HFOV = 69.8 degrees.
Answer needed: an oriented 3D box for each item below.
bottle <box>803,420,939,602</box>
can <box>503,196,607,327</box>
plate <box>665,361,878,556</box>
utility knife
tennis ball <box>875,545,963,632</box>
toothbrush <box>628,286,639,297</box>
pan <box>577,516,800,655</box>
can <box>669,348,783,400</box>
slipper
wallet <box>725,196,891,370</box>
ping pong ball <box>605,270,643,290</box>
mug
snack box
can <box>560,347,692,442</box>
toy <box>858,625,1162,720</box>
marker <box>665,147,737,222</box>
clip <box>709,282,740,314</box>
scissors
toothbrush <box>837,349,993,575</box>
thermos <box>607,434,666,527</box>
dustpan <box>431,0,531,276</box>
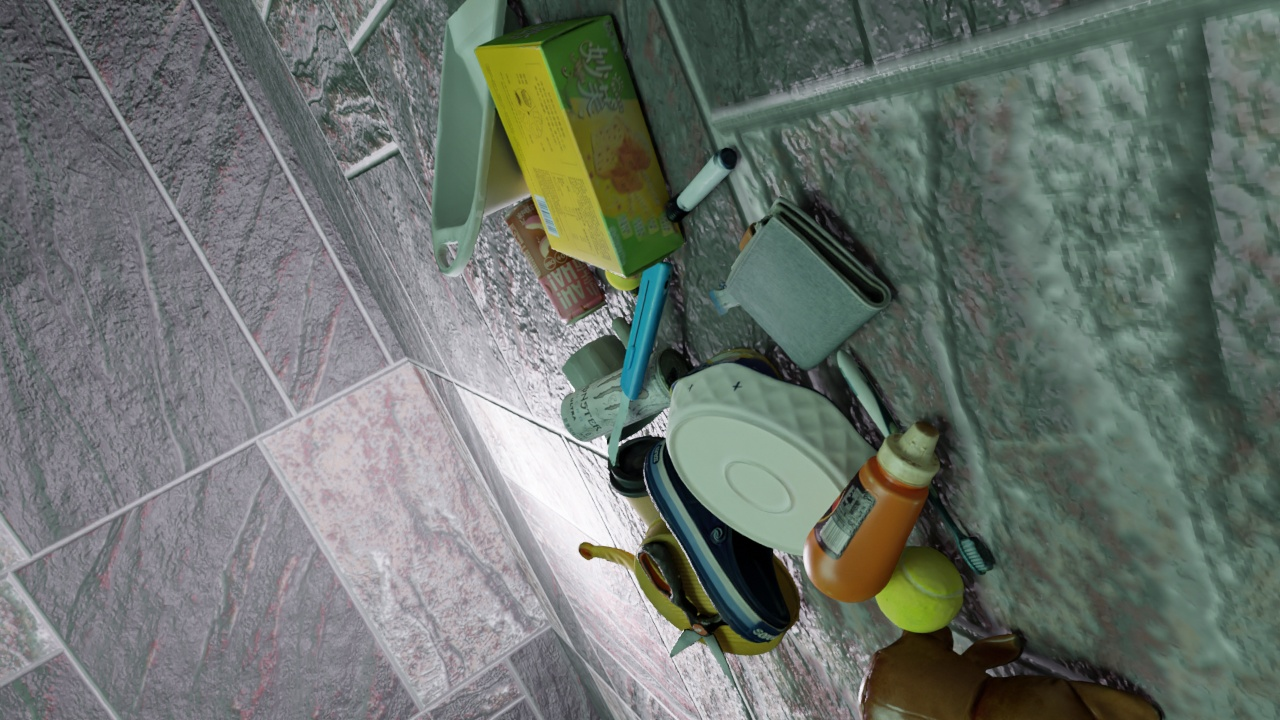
[{"bbox_3d":[0.170,0.105,0.654,0.067,0.066,0.150,45,128,35],"label":"bottle"},{"bbox_3d":[-0.097,-0.114,1.047,0.147,0.057,0.058,60,161,-3],"label":"can"},{"bbox_3d":[0.107,0.091,0.764,0.205,0.045,0.205,27,147,19],"label":"plate"},{"bbox_3d":[-0.005,0.005,0.903,0.034,0.018,0.223,38,122,45],"label":"utility knife"},{"bbox_3d":[0.212,0.174,0.699,0.065,0.065,0.066,49,158,27],"label":"tennis ball"},{"bbox_3d":[-0.050,-0.147,0.956,0.186,0.012,0.017,59,150,3],"label":"toothbrush"},{"bbox_3d":[0.034,0.257,1.113,0.358,0.078,0.198,-9,118,42],"label":"pan"},{"bbox_3d":[0.078,0.034,0.848,0.074,0.049,0.148,60,160,-4],"label":"can"},{"bbox_3d":[0.085,0.158,0.921,0.105,0.095,0.252,36,-159,-45],"label":"slipper"},{"bbox_3d":[0.113,-0.055,0.657,0.106,0.037,0.130,46,160,6],"label":"wallet"},{"bbox_3d":[-0.015,-0.089,0.910,0.040,0.040,0.040,49,158,27],"label":"ping pong ball"},{"bbox_3d":[-0.023,0.021,1.052,0.103,0.083,0.124,55,135,17],"label":"mug"},{"bbox_3d":[-0.055,-0.191,0.818,0.158,0.070,0.210,28,143,56],"label":"snack box"},{"bbox_3d":[-0.016,0.038,0.966,0.147,0.058,0.058,-26,96,36],"label":"can"},{"bbox_3d":[0.258,0.266,0.651,0.200,0.130,0.140,0,80,56],"label":"toy"},{"bbox_3d":[0.046,-0.138,0.728,0.022,0.018,0.131,68,161,4],"label":"marker"},{"bbox_3d":[0.077,-0.054,0.771,0.025,0.036,0.058,64,160,-6],"label":"clip"},{"bbox_3d":[0.070,0.289,1.035,0.221,0.021,0.233,50,138,-10],"label":"scissors"},{"bbox_3d":[0.198,0.072,0.664,0.191,0.016,0.018,58,150,4],"label":"toothbrush"},{"bbox_3d":[0.023,0.162,1.119,0.093,0.093,0.143,34,156,51],"label":"thermos"},{"bbox_3d":[-0.186,-0.230,0.948,0.223,0.142,0.258,11,126,65],"label":"dustpan"}]
